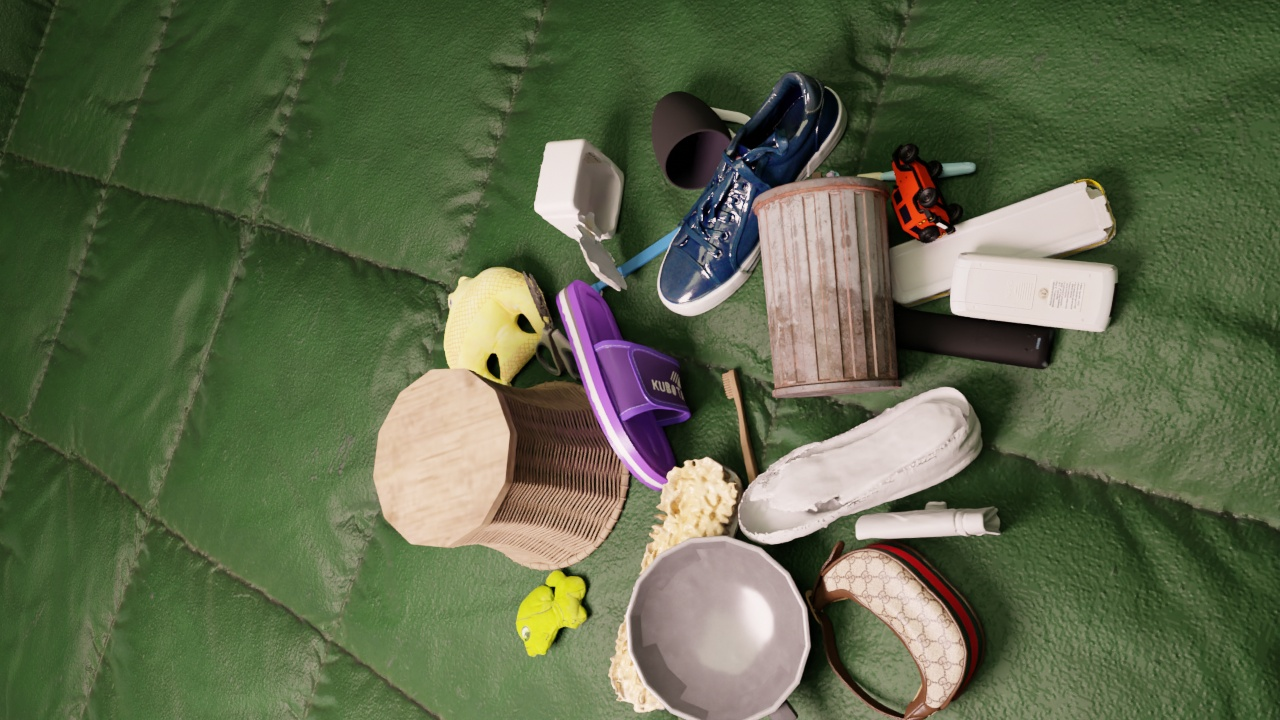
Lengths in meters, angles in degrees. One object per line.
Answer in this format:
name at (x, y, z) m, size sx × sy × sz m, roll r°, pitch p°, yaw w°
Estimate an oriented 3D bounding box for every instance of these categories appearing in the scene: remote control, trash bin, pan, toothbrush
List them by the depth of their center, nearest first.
remote control at (0.355, -0.063, 0.834) m, size 0.139 × 0.025 × 0.060 m, roll 9°, pitch 105°, yaw 24°
pan at (0.129, 0.326, 0.865) m, size 0.179 × 0.041 × 0.357 m, roll -40°, pitch 75°, yaw 7°
remote control at (0.311, -0.023, 0.874) m, size 0.152 × 0.020 × 0.041 m, roll 10°, pitch 83°, yaw 33°
trash bin at (0.181, -0.074, 0.888) m, size 0.131 × 0.130 × 0.211 m, roll -7°, pitch 84°, yaw 30°
toothbrush at (0.265, -0.193, 0.945) m, size 0.155 × 0.022 × 0.016 m, roll 2°, pitch 121°, yaw 32°
toothbrush at (0.111, 0.088, 0.975) m, size 0.016 × 0.016 × 0.166 m, roll -21°, pitch 68°, yaw 26°
toothbrush at (-0.010, -0.112, 1.102) m, size 0.167 × 0.014 × 0.016 m, roll -32°, pitch 62°, yaw 18°

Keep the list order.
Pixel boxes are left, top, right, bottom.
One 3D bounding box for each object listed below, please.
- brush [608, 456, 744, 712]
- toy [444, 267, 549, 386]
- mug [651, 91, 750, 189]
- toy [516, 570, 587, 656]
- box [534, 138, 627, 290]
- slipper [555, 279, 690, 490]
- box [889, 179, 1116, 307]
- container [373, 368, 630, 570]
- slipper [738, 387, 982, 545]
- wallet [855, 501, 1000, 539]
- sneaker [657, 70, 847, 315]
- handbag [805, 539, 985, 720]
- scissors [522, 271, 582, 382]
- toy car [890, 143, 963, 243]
brush at (0.040, 0.233, 0.959) m, size 0.083 × 0.056 × 0.271 m, roll 18°, pitch 89°, yaw 25°
toy at (-0.194, -0.043, 1.170) m, size 0.155 × 0.064 × 0.171 m, roll 45°, pitch 110°, yaw 19°
mug at (0.069, -0.264, 1.054) m, size 0.119 × 0.085 × 0.100 m, roll -16°, pitch 51°, yaw -4°
toy at (-0.104, 0.289, 1.051) m, size 0.094 × 0.036 × 0.094 m, roll -11°, pitch 67°, yaw 26°
box at (-0.068, -0.166, 1.088) m, size 0.083 × 0.110 × 0.190 m, roll -17°, pitch 67°, yaw 27°
slipper at (-0.006, 0.006, 1.020) m, size 0.084 × 0.107 × 0.266 m, roll -35°, pitch 58°, yaw 18°
box at (0.335, -0.110, 0.874) m, size 0.210 × 0.033 × 0.064 m, roll -19°, pitch 72°, yaw 28°
container at (-0.157, 0.117, 1.026) m, size 0.227 × 0.196 × 0.226 m, roll -8°, pitch 75°, yaw 30°
slipper at (0.205, 0.109, 0.874) m, size 0.247 × 0.074 × 0.112 m, roll -29°, pitch 24°, yaw 17°
wallet at (0.260, 0.145, 0.829) m, size 0.116 × 0.086 × 0.032 m, roll -7°, pitch 80°, yaw 27°
sneaker at (0.102, -0.180, 0.981) m, size 0.121 × 0.127 × 0.295 m, roll 42°, pitch 104°, yaw 33°
handbag at (0.225, 0.246, 0.846) m, size 0.166 × 0.063 × 0.139 m, roll 47°, pitch 114°, yaw 30°
scissors at (-0.114, -0.037, 1.075) m, size 0.132 × 0.169 × 0.012 m, roll -17°, pitch 30°, yaw 51°
toy car at (0.269, -0.160, 0.886) m, size 0.049 × 0.051 × 0.100 m, roll -38°, pitch 48°, yaw 36°
